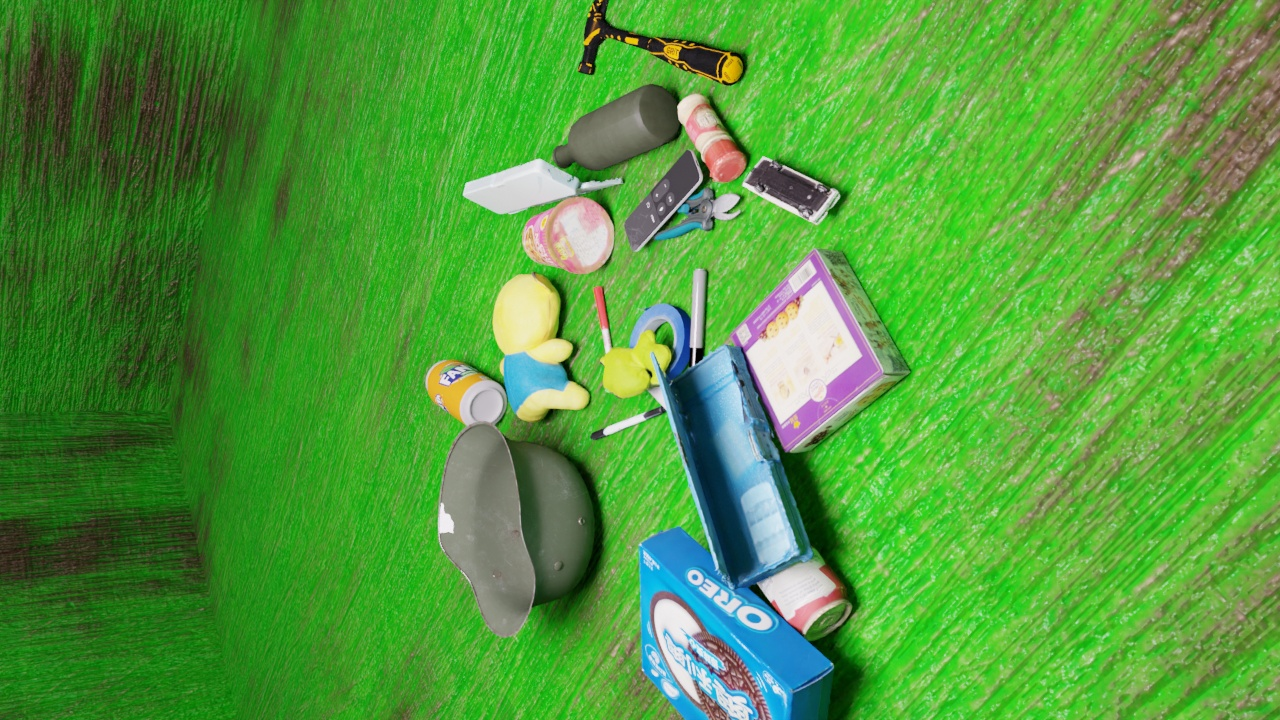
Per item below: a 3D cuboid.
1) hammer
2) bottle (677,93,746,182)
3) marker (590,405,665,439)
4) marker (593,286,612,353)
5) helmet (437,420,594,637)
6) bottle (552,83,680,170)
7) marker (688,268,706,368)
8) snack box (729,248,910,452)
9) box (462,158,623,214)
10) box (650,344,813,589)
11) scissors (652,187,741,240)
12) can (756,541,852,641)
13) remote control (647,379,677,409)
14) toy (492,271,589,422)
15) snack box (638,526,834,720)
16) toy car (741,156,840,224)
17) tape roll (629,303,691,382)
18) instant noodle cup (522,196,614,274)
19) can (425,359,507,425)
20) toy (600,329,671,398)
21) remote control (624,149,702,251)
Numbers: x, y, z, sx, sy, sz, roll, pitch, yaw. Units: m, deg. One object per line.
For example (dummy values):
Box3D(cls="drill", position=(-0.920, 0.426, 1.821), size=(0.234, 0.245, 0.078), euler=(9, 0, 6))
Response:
Box3D(cls="hammer", position=(0.017, -0.380, 1.100), size=(0.321, 0.036, 0.123), euler=(38, 117, 48))
Box3D(cls="bottle", position=(0.077, -0.246, 1.011), size=(0.044, 0.044, 0.109), euler=(-52, 51, 38))
Box3D(cls="marker", position=(-0.019, 0.079, 1.152), size=(0.153, 0.011, 0.011), euler=(-25, 69, 48))
Box3D(cls="marker", position=(-0.044, -0.028, 1.185), size=(0.013, 0.012, 0.142), euler=(-27, 69, 48))
Box3D(cls="helmet", position=(-0.144, 0.217, 1.192), size=(0.228, 0.153, 0.267), euler=(-22, 67, 51))
Box3D(cls="bottle", position=(-0.041, -0.278, 1.138), size=(0.207, 0.071, 0.071), euler=(-7, 84, 52))
Box3D(cls="marker", position=(0.065, -0.033, 1.044), size=(0.016, 0.016, 0.140), euler=(5, 93, 52))
Box3D(cls="snack box", position=(0.168, -0.008, 0.892), size=(0.144, 0.040, 0.148), euler=(-47, 54, 40))
Box3D(cls="box", position=(-0.132, -0.222, 1.200), size=(0.198, 0.136, 0.049), euler=(1, 90, 52))
Box3D(cls="box", position=(0.069, 0.094, 0.878), size=(0.094, 0.102, 0.231), euler=(-35, 57, 32))
Box3D(cls="scissors", position=(0.058, -0.171, 1.054), size=(0.128, 0.019, 0.153), euler=(-59, 46, 33))
Box3D(cls="can", position=(0.135, 0.192, 0.908), size=(0.170, 0.067, 0.067), euler=(53, 128, 38))
Box3D(cls="remote control", position=(0.029, 0.037, 1.090), size=(0.131, 0.012, 0.033), euler=(45, 123, 43))
Box3D(cls="toy", position=(-0.152, -0.023, 1.266), size=(0.149, 0.083, 0.214), euler=(-22, 74, 48))
Box3D(cls="snack box", position=(0.086, 0.311, 0.930), size=(0.239, 0.056, 0.196), euler=(35, 136, 45))
Box3D(cls="toy car", position=(0.152, -0.168, 0.918), size=(0.039, 0.039, 0.113), euler=(-53, 46, 3))
Box3D(cls="tape roll", position=(0.024, -0.020, 1.083), size=(0.091, 0.016, 0.093), euler=(0, 82, 47))
Box3D(cls="instant noodle cup", position=(-0.103, -0.162, 1.204), size=(0.109, 0.097, 0.097), euler=(8, 95, 59))
Box3D(cls="can", position=(-0.272, 0.050, 1.419), size=(0.142, 0.079, 0.079), euler=(24, 108, 49))
Box3D(cls="toy", position=(-0.006, 0.006, 1.070), size=(0.094, 0.036, 0.094), euler=(-56, 50, 14))
Box3D(cls="remote control", position=(0.025, -0.185, 1.073), size=(0.147, 0.008, 0.045), euler=(-43, 56, 45))
